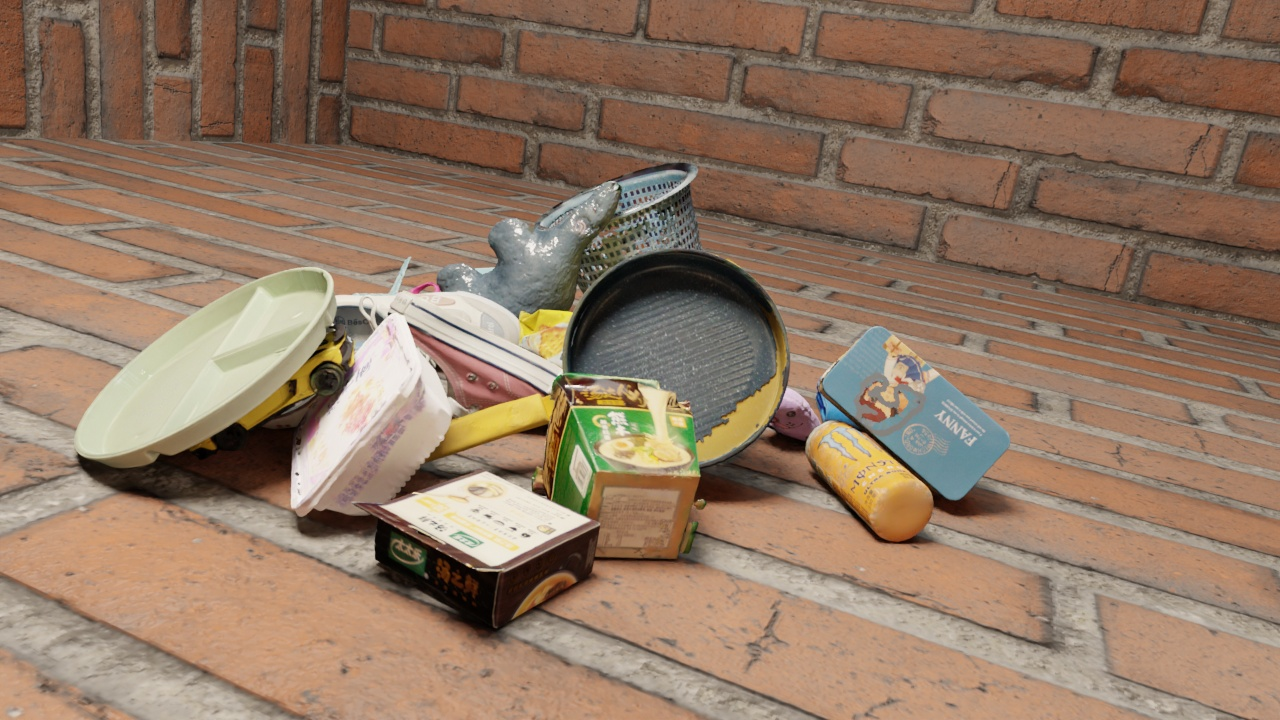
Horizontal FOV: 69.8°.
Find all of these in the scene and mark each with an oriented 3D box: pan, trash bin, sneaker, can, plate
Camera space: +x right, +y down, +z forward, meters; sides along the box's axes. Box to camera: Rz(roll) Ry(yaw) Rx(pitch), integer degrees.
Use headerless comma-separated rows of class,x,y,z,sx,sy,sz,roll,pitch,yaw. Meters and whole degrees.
pan,-0.043,0.026,0.790,0.357,0.197,0.078,-22,-11,-2
trash bin,-0.002,-0.132,1.229,0.227,0.195,0.226,-19,21,7
sneaker,-0.250,-0.037,1.014,0.242,0.089,0.091,4,1,-3
can,0.203,0.105,0.830,0.058,0.058,0.146,4,16,-15
plate,-0.341,0.003,0.735,0.230,0.027,0.229,-21,32,13
sneaker,-0.141,0.023,0.882,0.241,0.088,0.118,29,-3,-21

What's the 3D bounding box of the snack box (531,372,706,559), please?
snack box,-0.014,0.087,0.698,0.117,0.118,0.105,5,26,-15

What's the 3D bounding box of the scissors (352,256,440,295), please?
scissors,-0.295,-0.070,1.088,0.134,0.133,0.017,2,-31,27

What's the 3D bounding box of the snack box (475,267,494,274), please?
snack box,-0.184,-0.088,1.266,0.052,0.074,0.174,20,20,37

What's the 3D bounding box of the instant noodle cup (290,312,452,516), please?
instant noodle cup,-0.204,0.048,0.710,0.060,0.138,0.173,40,1,-25

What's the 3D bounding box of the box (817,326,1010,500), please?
box,0.262,0.054,0.878,0.184,0.090,0.062,40,1,12

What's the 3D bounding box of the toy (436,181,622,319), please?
toy,-0.158,-0.088,1.101,0.357,0.138,0.091,-29,4,15

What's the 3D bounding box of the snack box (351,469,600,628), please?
snack box,-0.109,0.120,0.615,0.113,0.053,0.125,19,19,31

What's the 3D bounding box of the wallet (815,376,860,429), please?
wallet,0.278,0.056,1.087,0.133,0.040,0.106,10,20,2

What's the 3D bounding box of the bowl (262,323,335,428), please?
bowl,-0.313,0.014,0.825,0.113,0.113,0.062,13,-27,13

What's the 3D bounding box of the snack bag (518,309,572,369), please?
snack bag,-0.006,0.006,0.972,0.158,0.068,0.247,21,3,-45

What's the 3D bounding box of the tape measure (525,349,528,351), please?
tape measure,-0.114,-0.012,1.069,0.039,0.057,0.058,13,-15,9

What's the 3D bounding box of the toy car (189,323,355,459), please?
toy car,-0.298,0.025,0.739,0.155,0.041,0.071,-34,25,-9

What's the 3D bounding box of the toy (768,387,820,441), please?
toy,0.153,0.055,0.962,0.084,0.039,0.108,16,-16,33
